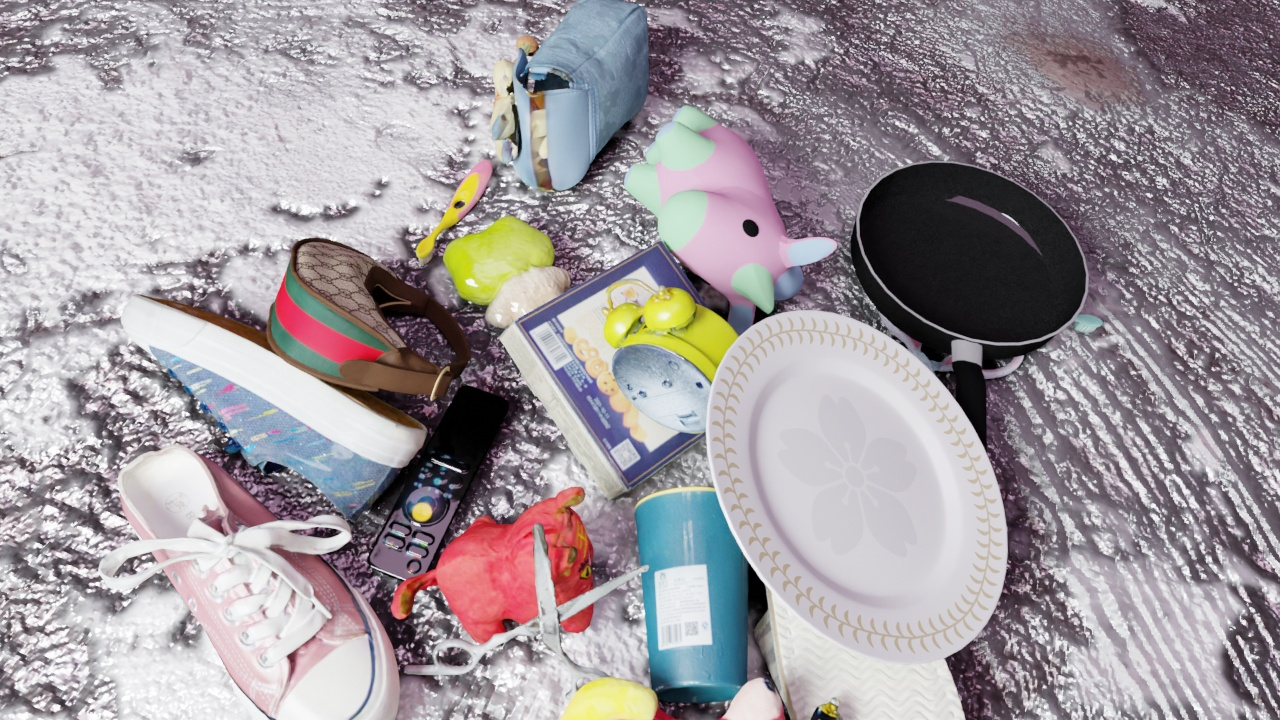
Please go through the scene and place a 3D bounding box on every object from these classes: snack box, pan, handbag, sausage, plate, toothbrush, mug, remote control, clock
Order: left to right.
[{"bbox_3d":[-0.185,-0.026,0.648,0.138,0.063,0.166,18,17,-25],"label":"handbag"},{"bbox_3d":[-0.137,0.083,0.637,0.041,0.020,0.151,20,54,3],"label":"remote control"},{"bbox_3d":[-0.159,-0.129,0.789,0.021,0.016,0.135,19,51,6],"label":"toothbrush"},{"bbox_3d":[-0.069,-0.249,0.829,0.119,0.122,0.191,18,53,15],"label":"handbag"},{"bbox_3d":[-0.004,0.004,0.678,0.144,0.043,0.144,-32,86,-29],"label":"snack box"},{"bbox_3d":[0.019,-0.005,0.615,0.119,0.083,0.056,50,54,-19],"label":"clock"},{"bbox_3d":[0.035,0.152,0.589,0.078,0.078,0.121,4,58,-8],"label":"mug"},{"bbox_3d":[0.079,0.264,0.520,0.020,0.020,0.155,28,76,9],"label":"sausage"},{"bbox_3d":[0.144,0.076,0.604,0.242,0.016,0.242,14,57,-23],"label":"plate"},{"bbox_3d":[0.268,-0.028,0.761,0.204,0.044,0.354,14,56,1],"label":"pan"},{"bbox_3d":[0.346,-0.043,0.824,0.135,0.017,0.022,10,54,0],"label":"toothbrush"}]

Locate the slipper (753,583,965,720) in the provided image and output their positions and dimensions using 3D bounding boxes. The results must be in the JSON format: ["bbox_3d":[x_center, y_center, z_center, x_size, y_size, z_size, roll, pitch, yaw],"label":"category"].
[{"bbox_3d":[0.134,0.171,0.603,0.114,0.054,0.272,-8,61,-12],"label":"slipper"}]

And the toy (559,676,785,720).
[{"bbox_3d":[0.016,0.229,0.523,0.137,0.105,0.067,-4,14,4],"label":"toy"}]

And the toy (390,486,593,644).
[{"bbox_3d":[-0.090,0.123,0.571,0.133,0.094,0.088,-7,56,-14],"label":"toy"}]

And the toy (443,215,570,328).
[{"bbox_3d":[-0.099,-0.064,0.735,0.092,0.043,0.118,-31,68,-31],"label":"toy"}]

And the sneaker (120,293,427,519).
[{"bbox_3d":[-0.260,0.030,0.629,0.235,0.087,0.079,26,89,12],"label":"sneaker"}]

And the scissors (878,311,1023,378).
[{"bbox_3d":[0.257,-0.003,0.778,0.168,0.014,0.170,8,53,-5],"label":"scissors"}]

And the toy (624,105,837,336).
[{"bbox_3d":[0.073,-0.128,0.778,0.171,0.120,0.221,39,30,-7],"label":"toy"}]

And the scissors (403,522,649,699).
[{"bbox_3d":[-0.067,0.161,0.546,0.175,0.141,0.014,-20,26,13],"label":"scissors"}]

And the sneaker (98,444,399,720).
[{"bbox_3d":[-0.232,0.128,0.543,0.241,0.088,0.118,40,57,19],"label":"sneaker"}]
